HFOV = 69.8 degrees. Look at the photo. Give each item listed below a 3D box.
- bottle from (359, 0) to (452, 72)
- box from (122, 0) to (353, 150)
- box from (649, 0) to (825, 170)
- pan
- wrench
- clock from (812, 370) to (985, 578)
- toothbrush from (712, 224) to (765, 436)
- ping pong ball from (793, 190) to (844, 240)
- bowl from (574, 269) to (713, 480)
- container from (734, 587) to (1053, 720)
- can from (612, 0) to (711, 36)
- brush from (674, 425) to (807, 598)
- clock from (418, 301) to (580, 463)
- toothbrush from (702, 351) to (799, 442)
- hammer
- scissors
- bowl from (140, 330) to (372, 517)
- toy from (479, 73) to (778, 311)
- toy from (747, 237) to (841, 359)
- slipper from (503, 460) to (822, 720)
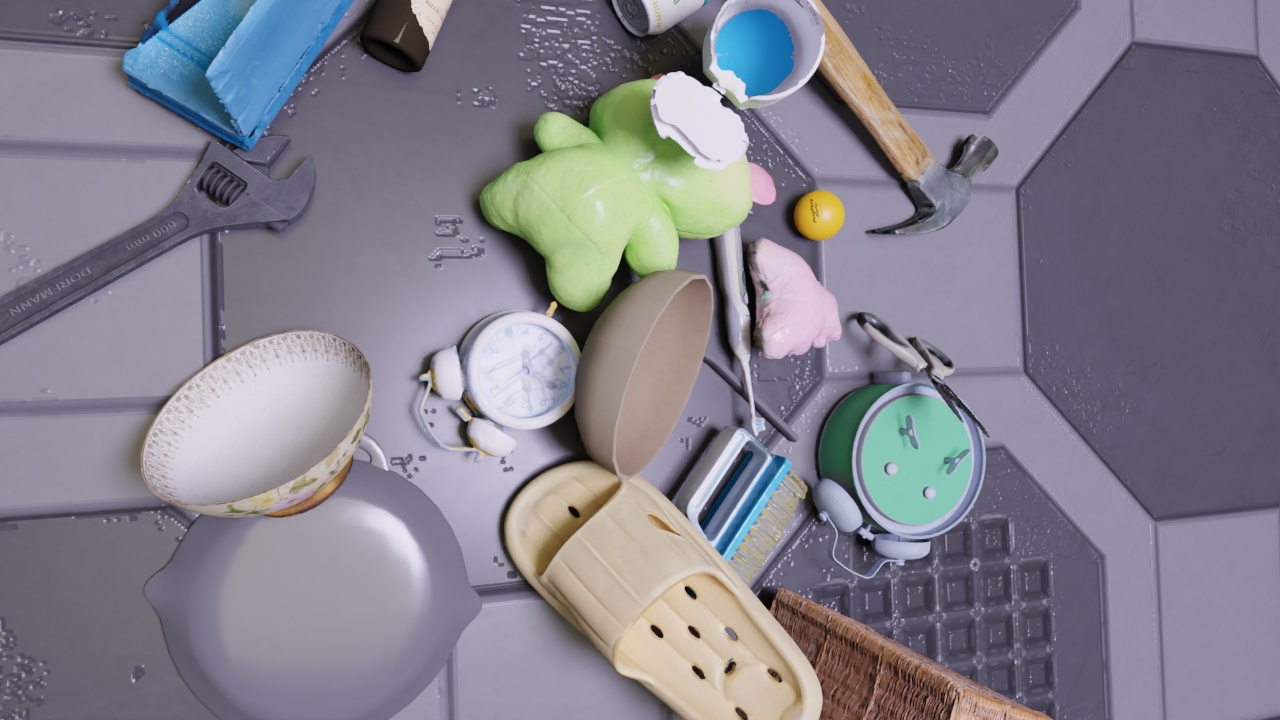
[{"bbox_3d":[-0.139,-0.294,0.643,0.045,0.045,0.184,24,81,-17],"label":"bottle"},{"bbox_3d":[-0.228,-0.261,0.570,0.094,0.112,0.231,31,77,-7],"label":"box"},{"bbox_3d":[0.064,-0.189,0.618,0.136,0.146,0.084,-42,98,8],"label":"box"},{"bbox_3d":[-0.221,0.223,0.611,0.216,0.024,0.354,8,86,-19],"label":"pan"},{"bbox_3d":[-0.332,-0.065,0.583,0.272,0.018,0.073,-35,90,-15],"label":"wrench"},{"bbox_3d":[0.202,0.096,0.734,0.122,0.075,0.161,31,79,-15],"label":"clock"},{"bbox_3d":[0.076,-0.033,0.717,0.024,0.022,0.185,-8,85,10],"label":"toothbrush"},{"bbox_3d":[0.144,-0.117,0.739,0.040,0.040,0.040,1,88,-19],"label":"ping pong ball"},{"bbox_3d":[-0.004,0.004,0.643,0.050,0.152,0.152,22,79,19],"label":"bowl"},{"bbox_3d":[0.171,0.258,0.654,0.112,0.199,0.113,25,85,-29],"label":"container"},{"bbox_3d":[0.030,-0.292,0.697,0.101,0.055,0.055,-37,100,-16],"label":"can"},{"bbox_3d":[0.060,0.124,0.694,0.075,0.055,0.135,39,77,-19],"label":"brush"},{"bbox_3d":[-0.097,0.016,0.648,0.125,0.052,0.089,-36,101,-14],"label":"clock"},{"bbox_3d":[0.066,0.011,0.723,0.167,0.013,0.013,43,68,-13],"label":"toothbrush"},{"bbox_3d":[0.159,-0.229,0.723,0.330,0.033,0.132,43,80,-25],"label":"hammer"},{"bbox_3d":[0.218,0.005,0.715,0.150,0.164,0.013,36,114,15],"label":"scissors"},{"bbox_3d":[-0.227,0.051,0.577,0.145,0.145,0.063,-34,137,-17],"label":"bowl"},{"bbox_3d":[-0.004,-0.131,0.657,0.196,0.107,0.150,-40,88,-12],"label":"toy"},{"bbox_3d":[0.124,-0.042,0.723,0.095,0.053,0.099,14,64,-37],"label":"toy"},{"bbox_3d":[0.017,0.166,0.624,0.261,0.079,0.111,42,81,9],"label":"slipper"}]
